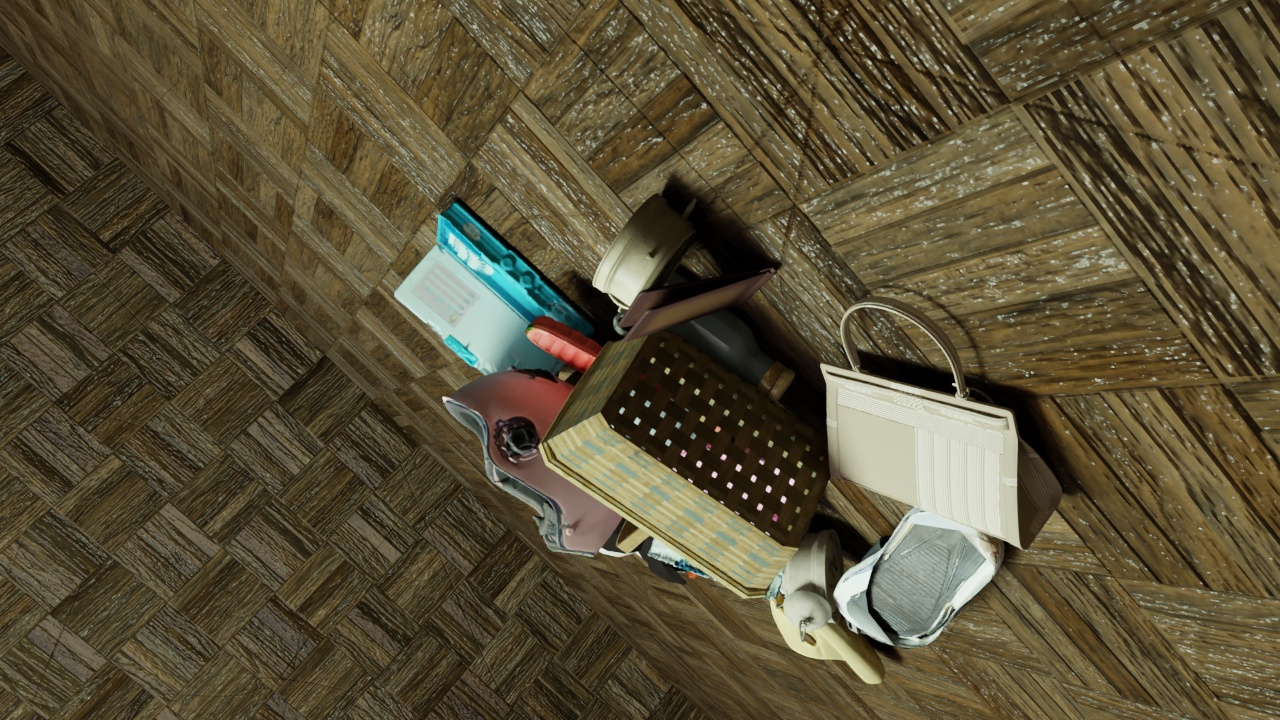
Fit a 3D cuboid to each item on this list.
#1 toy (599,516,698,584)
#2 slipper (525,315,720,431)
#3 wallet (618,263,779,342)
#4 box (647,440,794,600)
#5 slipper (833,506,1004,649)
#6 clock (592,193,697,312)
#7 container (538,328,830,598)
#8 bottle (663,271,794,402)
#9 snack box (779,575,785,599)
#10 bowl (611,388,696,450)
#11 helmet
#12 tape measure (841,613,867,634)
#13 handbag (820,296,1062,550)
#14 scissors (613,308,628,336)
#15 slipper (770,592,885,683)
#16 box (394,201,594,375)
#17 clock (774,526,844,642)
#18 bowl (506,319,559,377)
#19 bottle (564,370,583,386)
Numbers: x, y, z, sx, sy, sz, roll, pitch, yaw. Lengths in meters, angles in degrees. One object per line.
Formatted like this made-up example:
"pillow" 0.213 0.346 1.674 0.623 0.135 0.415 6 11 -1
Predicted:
"toy" 0.009 0.207 1.215 0.184 0.158 0.140 10 148 -17
"slipper" -0.006 0.006 1.014 0.249 0.059 0.104 28 163 -2
"wallet" 0.046 -0.049 0.747 0.092 0.115 0.018 130 122 -70
"box" 0.083 0.165 1.054 0.231 0.160 0.062 11 -173 40
"slipper" 0.277 0.209 0.911 0.111 0.063 0.264 36 147 17
"clock" 0.004 -0.077 0.772 0.054 0.092 0.141 36 151 5
"container" 0.039 0.099 0.859 0.250 0.157 0.187 35 149 -5
"bottle" 0.067 -0.021 0.842 0.161 0.046 0.072 37 159 14
"snack box" 0.173 0.225 1.099 0.025 0.080 0.147 -10 131 31
"bowl" 0.001 0.074 1.000 0.137 0.057 0.137 25 162 8
"helmet" -0.110 0.104 1.080 0.255 0.152 0.230 44 167 11
"tape measure" 0.276 0.325 1.177 0.058 0.038 0.059 17 149 49
"handbag" 0.206 0.033 0.695 0.176 0.062 0.198 18 144 48
"scissors" 0.029 -0.036 0.915 0.161 0.117 0.014 16 145 -31
"slipper" 0.233 0.360 1.225 0.261 0.079 0.111 46 -174 -25
"box" -0.174 -0.072 1.134 0.227 0.085 0.171 42 127 0
"clock" 0.188 0.256 1.032 0.061 0.156 0.103 -5 117 23
"bowl" -0.158 -0.005 1.241 0.145 0.067 0.145 46 163 17
"bottle" -0.042 0.090 1.238 0.164 0.071 0.071 39 160 9
